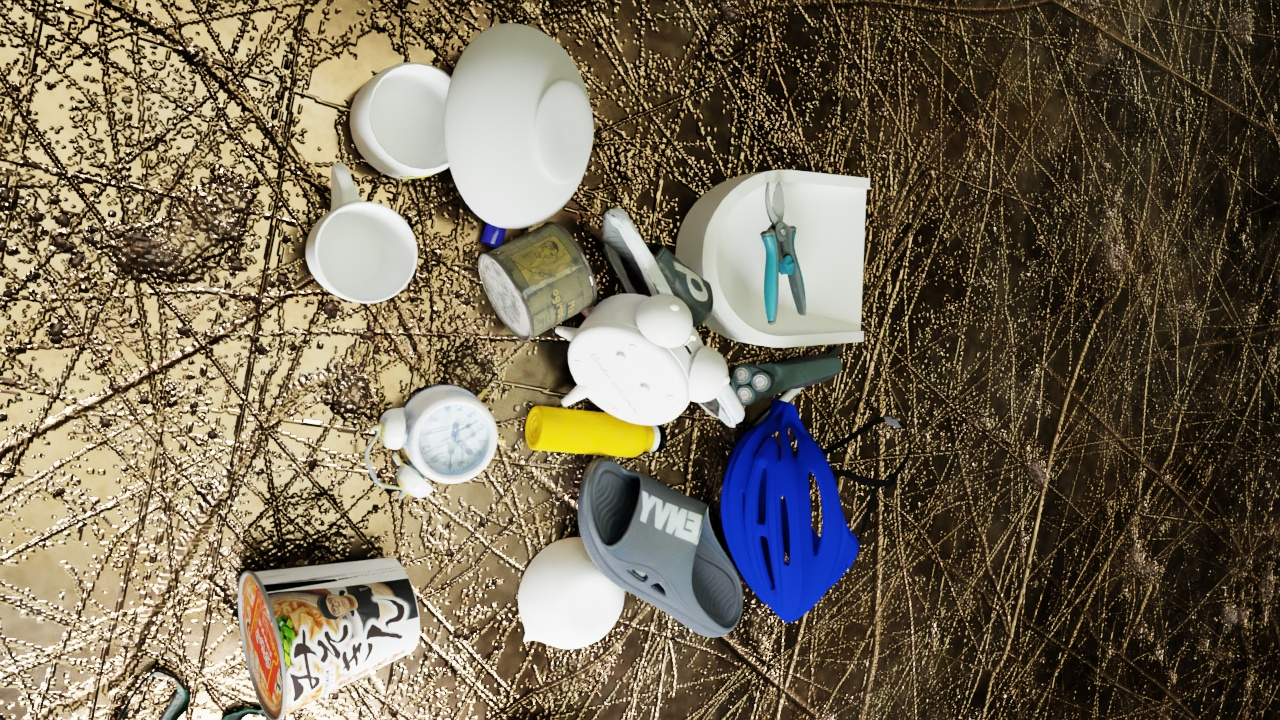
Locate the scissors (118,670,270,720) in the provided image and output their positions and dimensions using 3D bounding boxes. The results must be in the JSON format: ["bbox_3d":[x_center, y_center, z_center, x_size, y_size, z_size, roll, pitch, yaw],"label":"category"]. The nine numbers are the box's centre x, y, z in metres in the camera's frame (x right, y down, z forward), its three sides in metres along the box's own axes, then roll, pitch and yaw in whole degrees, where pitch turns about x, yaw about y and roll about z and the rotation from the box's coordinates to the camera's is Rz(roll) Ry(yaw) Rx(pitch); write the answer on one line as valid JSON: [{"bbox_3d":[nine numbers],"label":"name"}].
[{"bbox_3d":[-0.423,0.353,0.764,0.209,0.015,0.137,-48,118,-17],"label":"scissors"}]

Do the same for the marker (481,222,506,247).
[{"bbox_3d":[-0.119,-0.176,0.864,0.020,0.020,0.141,19,87,-29],"label":"marker"}]

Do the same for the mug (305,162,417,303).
[{"bbox_3d":[-0.242,-0.106,0.766,0.080,0.088,0.114,-17,104,-26],"label":"mug"}]

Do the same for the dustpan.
[{"bbox_3d":[0.162,-0.110,1.006,0.257,0.053,0.191,-3,97,-28],"label":"dustpan"}]

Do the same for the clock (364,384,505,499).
[{"bbox_3d":[-0.190,0.075,0.840,0.125,0.052,0.089,-25,108,-21],"label":"clock"}]

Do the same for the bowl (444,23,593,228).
[{"bbox_3d":[-0.090,-0.202,0.805,0.176,0.066,0.177,-28,123,-55],"label":"bowl"}]

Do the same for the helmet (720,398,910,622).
[{"bbox_3d":[0.196,0.151,0.999,0.227,0.148,0.241,-17,104,-21],"label":"helmet"}]

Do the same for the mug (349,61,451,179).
[{"bbox_3d":[-0.189,-0.208,0.794,0.115,0.068,0.094,-22,106,-25],"label":"mug"}]

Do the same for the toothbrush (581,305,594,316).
[{"bbox_3d":[-0.019,-0.011,0.941,0.021,0.016,0.135,-46,114,-14],"label":"toothbrush"}]

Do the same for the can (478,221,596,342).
[{"bbox_3d":[-0.095,-0.073,0.849,0.074,0.090,0.090,-30,109,-22],"label":"can"}]

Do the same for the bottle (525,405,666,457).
[{"bbox_3d":[-0.041,0.073,0.923,0.143,0.043,0.043,8,92,-29],"label":"bottle"}]

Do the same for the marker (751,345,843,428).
[{"bbox_3d":[0.183,0.030,1.059,0.152,0.011,0.011,-41,113,-18],"label":"marker"}]

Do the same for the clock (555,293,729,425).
[{"bbox_3d":[-0.005,0.005,0.866,0.125,0.161,0.072,53,46,-23],"label":"clock"}]

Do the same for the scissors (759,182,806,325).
[{"bbox_3d":[0.150,-0.105,0.972,0.154,0.019,0.126,44,66,-33],"label":"scissors"}]

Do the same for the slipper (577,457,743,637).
[{"bbox_3d":[0.039,0.198,0.941,0.268,0.084,0.110,45,46,-29],"label":"slipper"}]

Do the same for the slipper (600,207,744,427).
[{"bbox_3d":[0.043,-0.049,0.918,0.063,0.111,0.264,-35,114,-11],"label":"slipper"}]

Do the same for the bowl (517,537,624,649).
[{"bbox_3d":[-0.062,0.241,0.928,0.114,0.051,0.115,-4,98,-28],"label":"bowl"}]

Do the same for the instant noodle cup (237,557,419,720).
[{"bbox_3d":[-0.264,0.226,0.786,0.121,0.124,0.123,-9,100,-37],"label":"instant noodle cup"}]

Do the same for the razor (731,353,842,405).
[{"bbox_3d":[0.167,0.016,1.027,0.142,0.052,0.047,-11,92,-30],"label":"razor"}]
